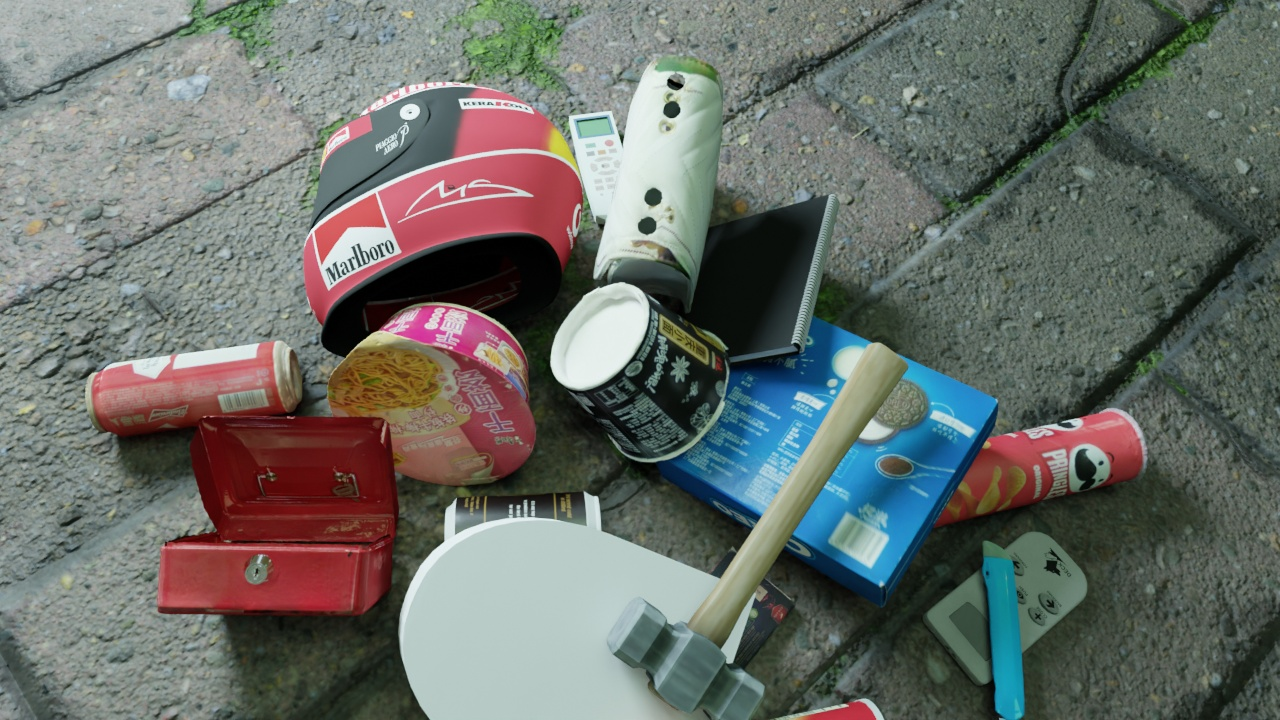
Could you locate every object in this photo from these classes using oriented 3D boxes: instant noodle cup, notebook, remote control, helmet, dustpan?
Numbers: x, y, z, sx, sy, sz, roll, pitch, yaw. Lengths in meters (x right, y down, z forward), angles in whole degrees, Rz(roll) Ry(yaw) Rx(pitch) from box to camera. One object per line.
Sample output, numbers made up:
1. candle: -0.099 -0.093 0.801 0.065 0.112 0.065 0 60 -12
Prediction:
1. instant noodle cup: -0.172 0.024 0.801 0.178 0.179 0.077 10 45 0
2. instant noodle cup: -0.005 0.005 0.800 0.137 0.112 0.137 -23 48 28
3. notebook: 0.107 -0.075 0.889 0.149 0.016 0.206 -11 43 35
4. remote control: 0.330 0.215 0.818 0.150 0.019 0.074 -31 68 -20
5. helmet: -0.191 -0.147 0.868 0.271 0.198 0.224 -19 65 -6
6. dustpan: -0.061 0.229 0.727 0.257 0.053 0.191 25 77 -14
7. remote control: -0.040 -0.210 1.012 0.049 0.024 0.143 -10 65 -11

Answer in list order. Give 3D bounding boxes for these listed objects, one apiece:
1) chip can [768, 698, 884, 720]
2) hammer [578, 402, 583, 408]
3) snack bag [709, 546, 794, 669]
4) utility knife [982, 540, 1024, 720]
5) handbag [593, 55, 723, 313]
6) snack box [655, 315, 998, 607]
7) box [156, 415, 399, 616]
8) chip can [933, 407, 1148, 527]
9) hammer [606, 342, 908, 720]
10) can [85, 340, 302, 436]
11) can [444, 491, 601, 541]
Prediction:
1. chip can: 0.085 0.308 0.708 0.214 0.052 0.051 -4 62 -18
2. hammer: 0.001 -0.100 0.930 0.052 0.098 0.327 18 68 6
3. snack bag: 0.059 0.239 0.781 0.074 0.018 0.155 39 66 16
4. utility knife: 0.307 0.263 0.773 0.031 0.015 0.224 8 61 1
5. handbag: 0.019 -0.156 0.838 0.096 0.142 0.198 10 74 6
6. snack box: 0.159 0.070 0.813 0.239 0.056 0.195 28 69 29
7. box: -0.281 0.148 0.733 0.157 0.147 0.155 -1 43 -6
8. chip can: 0.345 0.102 0.852 0.233 0.073 0.073 -11 63 -10
9. hammer: 0.109 0.125 0.716 0.117 0.051 0.322 36 81 -5
10. can: -0.398 0.026 0.828 0.170 0.067 0.067 -9 63 -10
11. can: -0.100 0.150 0.785 0.128 0.072 0.071 -2 62 -7
